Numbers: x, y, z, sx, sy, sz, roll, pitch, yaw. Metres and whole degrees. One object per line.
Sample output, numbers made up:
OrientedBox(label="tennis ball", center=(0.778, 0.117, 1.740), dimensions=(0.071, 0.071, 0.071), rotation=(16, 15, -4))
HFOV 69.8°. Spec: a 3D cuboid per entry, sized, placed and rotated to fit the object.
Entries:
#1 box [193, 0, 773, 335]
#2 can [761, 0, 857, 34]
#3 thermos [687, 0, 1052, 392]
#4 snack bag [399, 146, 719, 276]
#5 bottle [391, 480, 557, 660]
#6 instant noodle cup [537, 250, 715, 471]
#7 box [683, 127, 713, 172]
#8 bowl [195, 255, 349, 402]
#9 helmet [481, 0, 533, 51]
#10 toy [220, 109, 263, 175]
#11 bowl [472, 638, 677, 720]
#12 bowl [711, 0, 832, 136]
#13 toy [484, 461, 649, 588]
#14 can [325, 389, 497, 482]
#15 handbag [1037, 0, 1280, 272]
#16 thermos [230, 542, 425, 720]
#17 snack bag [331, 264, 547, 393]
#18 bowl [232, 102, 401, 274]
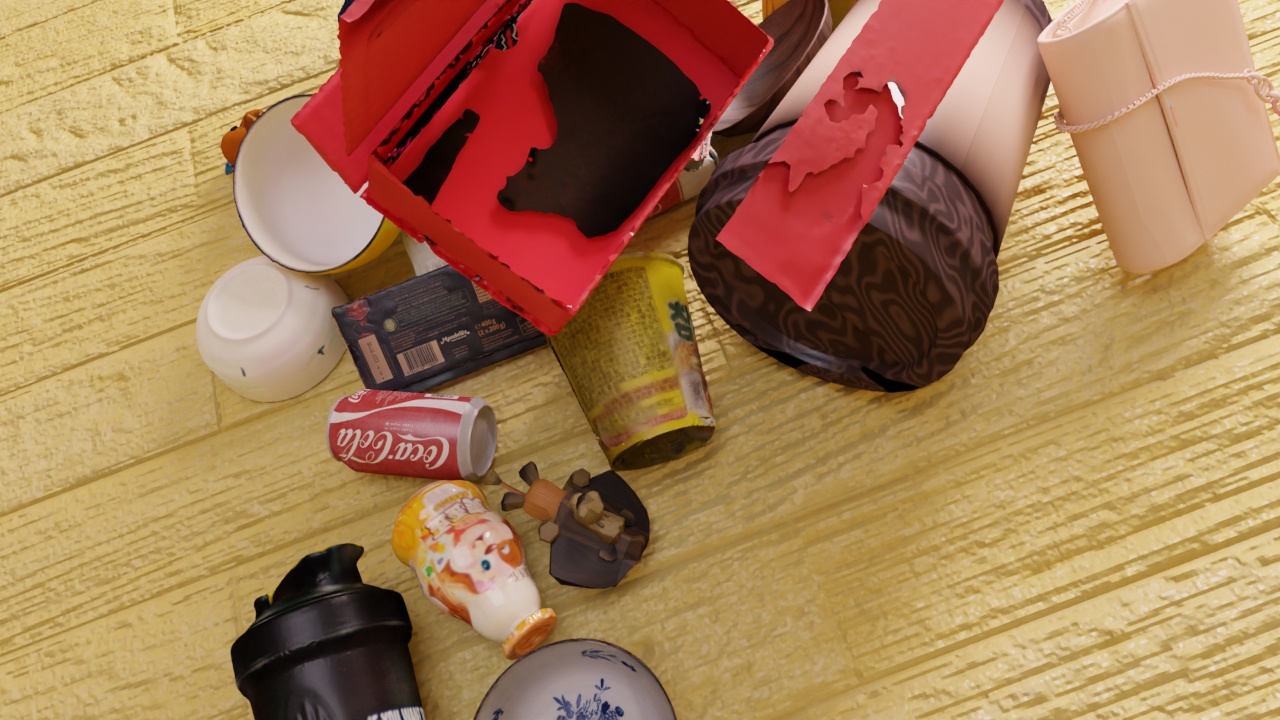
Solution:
OrientedBox(label="box", center=(-0.116, -0.215, 0.436), dimensions=(0.108, 0.410, 0.211), rotation=(10, 60, 54))
OrientedBox(label="can", center=(0.172, -0.279, 0.669), dimensions=(0.135, 0.075, 0.104), rotation=(26, 69, 21))
OrientedBox(label="thermos", center=(0.150, -0.119, 0.549), dimensions=(0.173, 0.173, 0.225), rotation=(22, 64, 19))
OrientedBox(label="snack bag", center=(-0.057, -0.112, 0.650), dimensions=(0.225, 0.041, 0.077), rotation=(-26, 63, -4))
OrientedBox(label="bottle", center=(-0.095, 0.121, 0.530), dimensions=(0.063, 0.063, 0.109), rotation=(-41, 65, -10))
OrientedBox(label="instant noodle cup", center=(-0.003, 0.004, 0.555), dimensions=(0.102, 0.102, 0.108), rotation=(-20, 70, 0))
OrientedBox(label="box", center=(0.035, -0.210, 0.636), dimensions=(0.054, 0.078, 0.186), rotation=(-22, 40, 33))
OrientedBox(label="bowl", center=(-0.260, -0.028, 0.640), dimensions=(0.105, 0.054, 0.104), rotation=(-4, 65, 8))
OrientedBox(label="helmet", center=(-0.095, -0.275, 0.625), dimensions=(0.223, 0.233, 0.271), rotation=(31, 38, -1))
OrientedBox(label="toy", center=(-0.297, -0.143, 0.714), dimensions=(0.090, 0.070, 0.103), rotation=(17, 91, 31))
OrientedBox(label="bowl", center=(-0.032, 0.209, 0.485), dimensions=(0.114, 0.045, 0.114), rotation=(-4, 64, 8))
OrientedBox(label="bowl", center=(0.095, -0.200, 0.645), dimensions=(0.120, 0.032, 0.119), rotation=(-41, 28, 28))
OrientedBox(label="toy", center=(-0.044, 0.089, 0.533), dimensions=(0.100, 0.063, 0.076), rotation=(29, 53, 3))
OrientedBox(label="can", center=(-0.144, 0.047, 0.581), dimensions=(0.097, 0.054, 0.054), rotation=(4, 65, 12))
OrientedBox(label="handbag", center=(0.319, -0.148, 0.481), dimensions=(0.116, 0.199, 0.187), rotation=(-39, 21, -20))
OrientedBox(label="thermos", center=(-0.151, 0.216, 0.484), dimensions=(0.098, 0.098, 0.220), rotation=(-23, 68, -1))
OrientedBox(label="snack bag", center=(-0.120, -0.027, 0.610), dimensions=(0.155, 0.018, 0.074), rotation=(-21, 101, -1))
OrientedBox(label="bowl", center=(-0.208, -0.117, 0.629), dimensions=(0.117, 0.067, 0.117), rotation=(1, 95, 14))
